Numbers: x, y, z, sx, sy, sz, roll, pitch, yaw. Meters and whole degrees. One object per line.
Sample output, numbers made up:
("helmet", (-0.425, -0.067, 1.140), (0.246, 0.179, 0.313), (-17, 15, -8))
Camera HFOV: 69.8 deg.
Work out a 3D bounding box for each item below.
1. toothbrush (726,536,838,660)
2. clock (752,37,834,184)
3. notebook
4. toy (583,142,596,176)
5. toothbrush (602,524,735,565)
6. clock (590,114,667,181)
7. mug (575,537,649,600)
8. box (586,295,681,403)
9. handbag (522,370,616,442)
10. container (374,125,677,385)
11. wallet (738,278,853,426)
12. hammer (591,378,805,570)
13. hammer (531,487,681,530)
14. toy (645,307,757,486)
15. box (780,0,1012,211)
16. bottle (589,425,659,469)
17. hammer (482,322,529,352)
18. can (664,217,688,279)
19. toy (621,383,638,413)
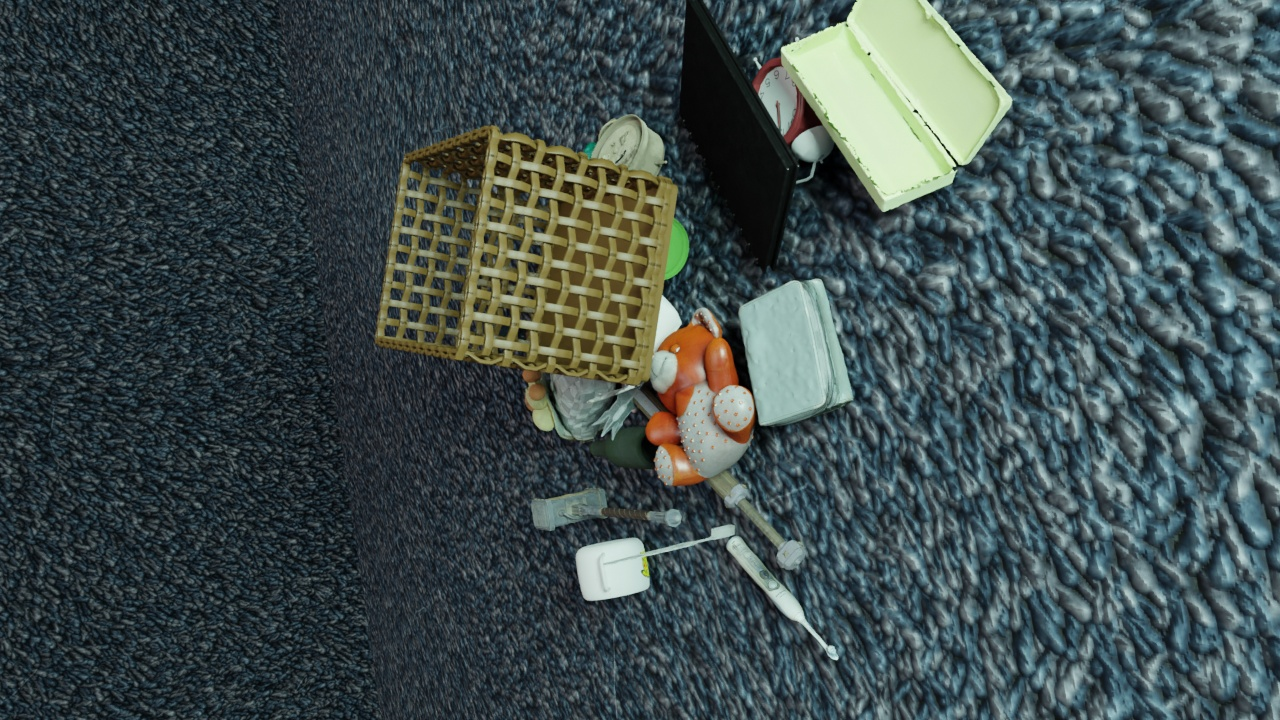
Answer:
("toothbrush", (0.150, 0.253, 0.979), (0.185, 0.022, 0.024), (46, 153, 47))
("clock", (0.142, -0.228, 0.858), (0.087, 0.044, 0.124), (-1, 95, 60))
("notebook", (0.090, -0.220, 0.911), (0.169, 0.019, 0.231), (91, 159, -61))
("toy", (-0.076, -0.193, 1.218), (0.131, 0.072, 0.193), (29, 112, 54))
("toothbrush", (0.034, 0.201, 1.006), (0.010, 0.181, 0.010), (11, 103, 53))
("clock", (-0.017, -0.251, 1.104), (0.093, 0.054, 0.140), (-46, 41, 22))
("mug", (-0.039, 0.277, 1.220), (0.115, 0.094, 0.068), (37, -138, -80))
("box", (-0.017, -0.009, 1.085), (0.160, 0.091, 0.081), (-51, 12, 0))
("handbag", (-0.098, 0.032, 1.241), (0.172, 0.123, 0.112), (111, 146, -61))
("container", (-0.130, -0.103, 0.996), (0.252, 0.213, 0.219), (7, 89, 56))
("wallet", (0.149, -0.007, 0.893), (0.101, 0.054, 0.131), (-23, 76, 48))
("hammer", (0.078, 0.115, 1.038), (0.147, 0.028, 0.317), (-52, 52, 10))
("hammer", (-0.035, 0.200, 1.204), (0.323, 0.098, 0.044), (-12, 87, 60))
("toy", (0.059, 0.036, 1.002), (0.164, 0.092, 0.172), (-54, 41, 42))
("box", (0.206, -0.224, 0.754), (0.134, 0.061, 0.188), (-44, 58, 28))
("bottle", (-0.023, 0.115, 1.209), (0.174, 0.055, 0.055), (-11, 87, 61))
("hammer", (-0.082, -0.061, 1.242), (0.323, 0.129, 0.040), (-19, 63, 49))
("can", (-0.012, -0.141, 1.100), (0.144, 0.083, 0.083), (21, 115, 56))
("toy", (-0.007, 0.007, 1.173), (0.076, 0.037, 0.125), (23, 121, 52))
